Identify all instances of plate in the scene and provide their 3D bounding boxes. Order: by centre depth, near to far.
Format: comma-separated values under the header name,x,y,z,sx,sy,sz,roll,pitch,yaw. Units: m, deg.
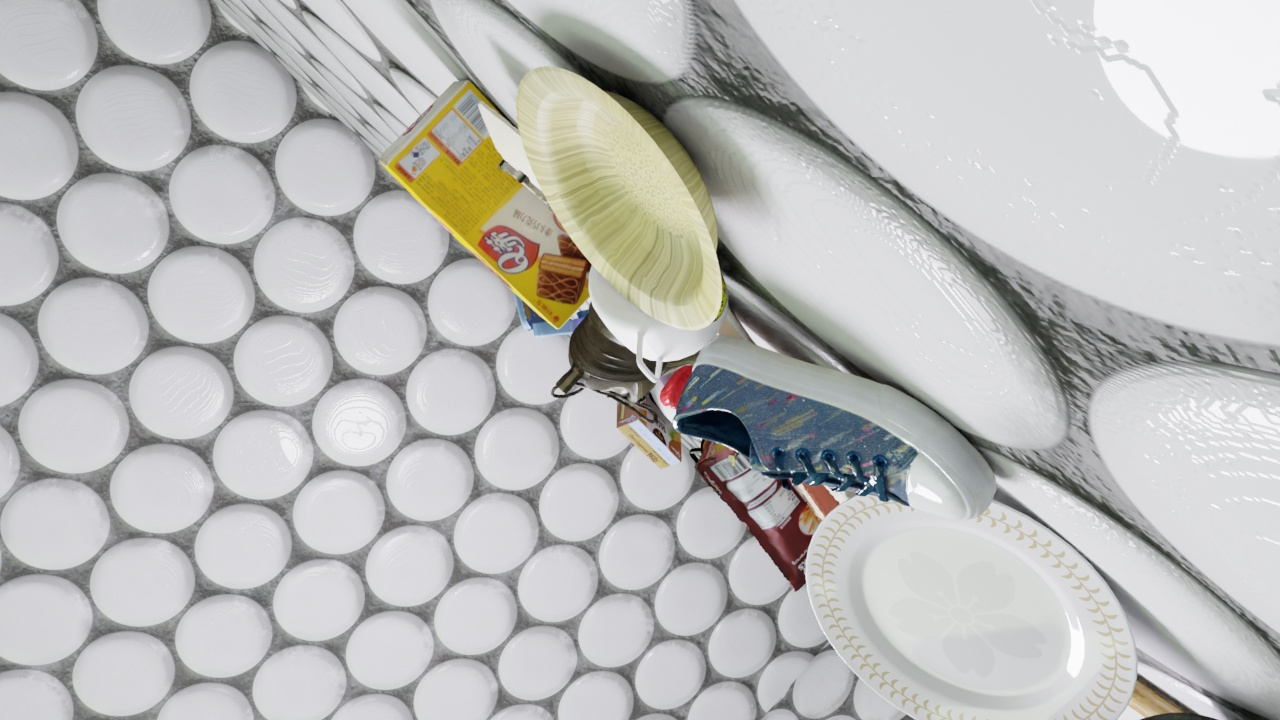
name,x,y,z,sx,sy,sz,roll,pitch,yaw
plate,-0.003,-0.104,0.565,0.184,0.036,0.185,44,160,20
plate,0.239,0.193,0.691,0.243,0.016,0.243,20,127,28

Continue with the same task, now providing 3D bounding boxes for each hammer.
name,x,y,z,sx,sy,sz,roll,pitch,yaw
hammer,0.371,0.249,0.849,0.132,0.033,0.330,47,172,-36

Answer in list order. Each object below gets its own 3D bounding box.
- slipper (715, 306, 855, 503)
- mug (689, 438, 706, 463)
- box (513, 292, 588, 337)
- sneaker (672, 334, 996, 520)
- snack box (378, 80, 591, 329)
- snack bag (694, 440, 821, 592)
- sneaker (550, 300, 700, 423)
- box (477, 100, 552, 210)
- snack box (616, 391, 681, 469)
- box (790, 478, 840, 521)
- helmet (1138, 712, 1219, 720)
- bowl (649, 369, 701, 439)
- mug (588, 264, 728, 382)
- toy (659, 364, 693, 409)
name,x,y,z,sx,sy,sz,roll,pitch,yaw
slipper,0.130,0.033,0.764,0.263,0.052,0.115,52,180,9
mug,0.121,0.120,1.062,0.124,0.100,0.094,-3,139,26
box,-0.087,-0.074,1.137,0.208,0.073,0.085,-37,-70,-77
sneaker,0.121,0.056,0.635,0.236,0.079,0.087,25,154,32
snack box,-0.128,-0.146,0.885,0.230,0.110,0.062,45,176,-27
snack bag,0.157,0.136,0.963,0.208,0.138,0.067,47,169,-20
sneaker,-0.005,0.005,0.859,0.101,0.143,0.237,40,-169,17
box,-0.052,-0.137,0.741,0.144,0.058,0.187,40,178,14
snack box,0.011,0.034,1.174,0.101,0.032,0.185,46,-149,-39
box,0.206,0.144,0.933,0.071,0.056,0.187,-7,127,48
helmet,0.406,0.340,0.612,0.268,0.154,0.227,43,176,44
bowl,0.055,0.047,1.137,0.149,0.043,0.149,38,-156,-21
mug,0.012,-0.042,0.670,0.094,0.115,0.068,0,157,21
toy,0.078,0.036,0.993,0.094,0.088,0.132,41,-164,18
